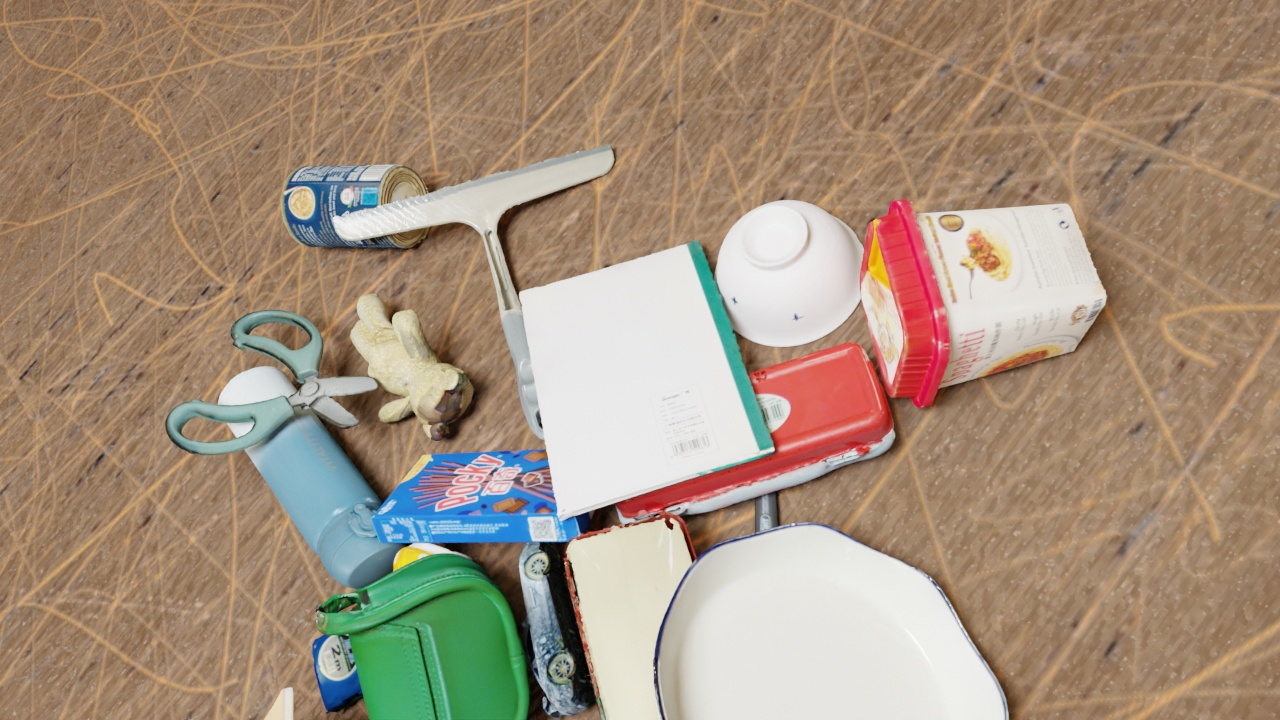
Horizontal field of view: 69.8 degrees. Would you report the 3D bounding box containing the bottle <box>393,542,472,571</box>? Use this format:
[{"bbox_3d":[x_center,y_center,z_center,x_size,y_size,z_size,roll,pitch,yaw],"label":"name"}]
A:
[{"bbox_3d":[-0.159,0.187,0.656,0.063,0.063,0.108,9,70,24],"label":"bottle"}]

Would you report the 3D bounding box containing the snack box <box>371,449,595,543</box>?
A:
[{"bbox_3d":[-0.107,0.098,0.669,0.157,0.026,0.084,-4,25,17],"label":"snack box"}]

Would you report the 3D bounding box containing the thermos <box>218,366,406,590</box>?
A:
[{"bbox_3d":[-0.264,0.091,0.738,0.070,0.070,0.220,-46,59,-4],"label":"thermos"}]

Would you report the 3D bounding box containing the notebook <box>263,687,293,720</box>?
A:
[{"bbox_3d":[-0.239,0.305,0.584,0.208,0.008,0.147,-48,46,49],"label":"notebook"}]

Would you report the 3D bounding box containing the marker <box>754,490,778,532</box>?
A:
[{"bbox_3d":[0.086,0.132,0.616,0.018,0.015,0.124,-6,64,15],"label":"marker"}]

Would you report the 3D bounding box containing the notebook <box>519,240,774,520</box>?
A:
[{"bbox_3d":[-0.004,0.004,0.661,0.150,0.012,0.208,-17,50,3],"label":"notebook"}]

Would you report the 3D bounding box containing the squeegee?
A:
[{"bbox_3d":[-0.105,-0.042,0.754,0.246,0.039,0.246,-17,67,-6],"label":"squeegee"}]

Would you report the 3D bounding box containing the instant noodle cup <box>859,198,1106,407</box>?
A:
[{"bbox_3d":[0.217,-0.042,0.596,0.124,0.116,0.116,-10,63,3],"label":"instant noodle cup"}]

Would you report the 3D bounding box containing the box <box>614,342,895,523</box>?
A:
[{"bbox_3d":[0.072,0.056,0.639,0.201,0.048,0.087,-19,52,12],"label":"box"}]

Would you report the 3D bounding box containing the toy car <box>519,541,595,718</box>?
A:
[{"bbox_3d":[-0.060,0.181,0.627,0.037,0.054,0.120,-20,61,9],"label":"toy car"}]

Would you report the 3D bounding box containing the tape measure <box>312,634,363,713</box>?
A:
[{"bbox_3d":[-0.216,0.225,0.683,0.054,0.025,0.058,-29,64,4],"label":"tape measure"}]

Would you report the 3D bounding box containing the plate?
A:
[{"bbox_3d":[0.102,0.190,0.513,0.204,0.046,0.204,9,48,-11],"label":"plate"}]

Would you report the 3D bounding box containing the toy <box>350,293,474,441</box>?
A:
[{"bbox_3d":[-0.195,0.000,0.761,0.157,0.066,0.105,40,117,34],"label":"toy"}]

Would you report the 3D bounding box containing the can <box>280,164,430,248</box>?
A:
[{"bbox_3d":[-0.256,-0.139,0.832,0.111,0.075,0.075,4,69,22],"label":"can"}]

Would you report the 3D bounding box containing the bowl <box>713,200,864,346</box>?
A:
[{"bbox_3d":[0.104,-0.076,0.674,0.118,0.065,0.118,-8,65,17],"label":"bowl"}]

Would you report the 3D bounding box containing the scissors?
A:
[{"bbox_3d":[-0.295,0.009,0.751,0.174,0.019,0.177,-10,51,1],"label":"scissors"}]

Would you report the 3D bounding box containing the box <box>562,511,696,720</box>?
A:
[{"bbox_3d":[0.007,0.184,0.569,0.091,0.079,0.168,-14,58,-8],"label":"box"}]

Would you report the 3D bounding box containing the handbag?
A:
[{"bbox_3d":[-0.138,0.200,0.595,0.120,0.068,0.131,-15,98,-22],"label":"handbag"}]
